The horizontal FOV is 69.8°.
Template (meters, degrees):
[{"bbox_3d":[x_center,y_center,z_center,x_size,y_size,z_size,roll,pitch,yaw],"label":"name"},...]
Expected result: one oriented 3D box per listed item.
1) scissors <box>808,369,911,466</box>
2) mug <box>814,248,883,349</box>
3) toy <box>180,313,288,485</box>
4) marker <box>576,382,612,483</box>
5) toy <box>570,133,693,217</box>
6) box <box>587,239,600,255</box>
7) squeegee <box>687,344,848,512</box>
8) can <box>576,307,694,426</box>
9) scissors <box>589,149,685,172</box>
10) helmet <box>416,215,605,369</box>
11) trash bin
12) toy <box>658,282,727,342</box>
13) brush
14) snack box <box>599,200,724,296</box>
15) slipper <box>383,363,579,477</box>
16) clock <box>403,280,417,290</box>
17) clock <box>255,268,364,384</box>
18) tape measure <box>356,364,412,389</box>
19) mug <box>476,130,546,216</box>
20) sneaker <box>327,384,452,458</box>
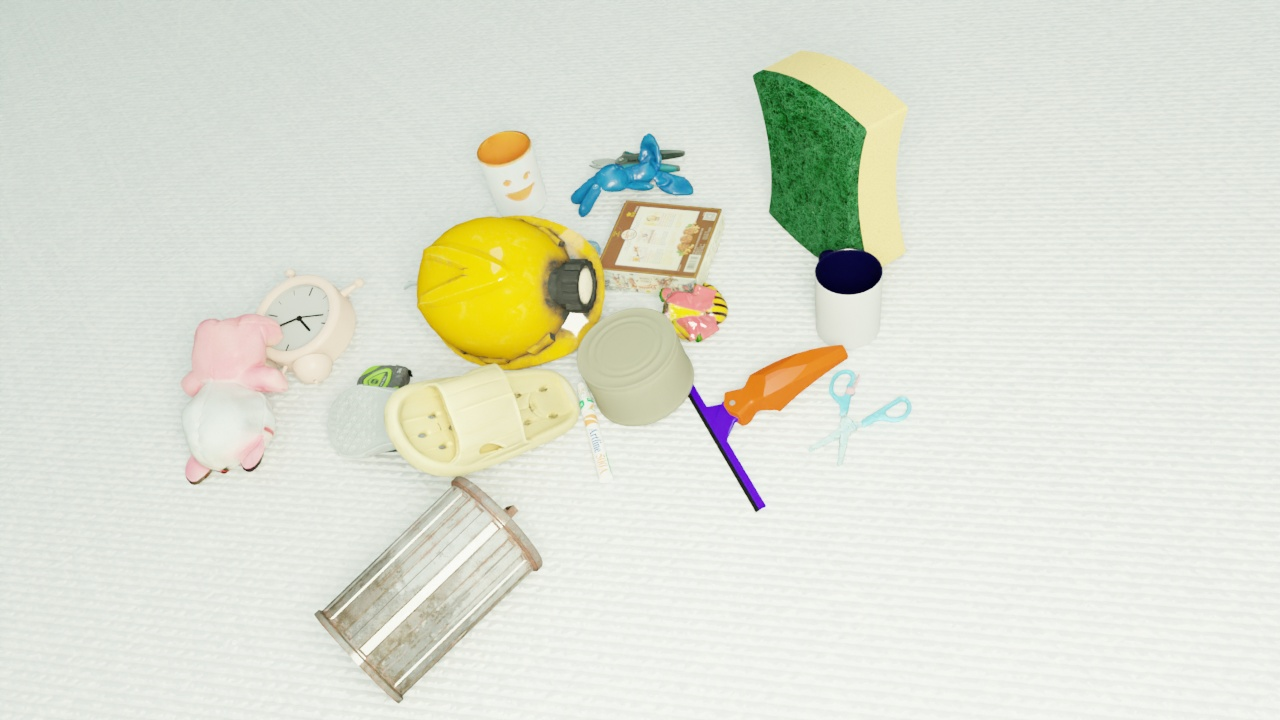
[{"bbox_3d":[0.255,0.068,1.050,0.120,0.015,0.138,5,58,18],"label":"scissors"},{"bbox_3d":[0.246,-0.085,1.122,0.078,0.097,0.111,-19,49,-4],"label":"mug"},{"bbox_3d":[-0.524,0.046,1.165,0.142,0.084,0.213,-8,71,14],"label":"toy"},{"bbox_3d":[-0.056,0.084,1.098,0.017,0.017,0.145,-16,49,-2],"label":"marker"},{"bbox_3d":[-0.021,-0.272,1.361,0.176,0.071,0.112,-19,60,-4],"label":"toy"},{"bbox_3d":[-0.159,-0.161,1.282,0.211,0.073,0.078,10,54,28],"label":"box"},{"bbox_3d":[0.157,0.031,1.070,0.185,0.055,0.249,-28,50,-1],"label":"squeegee"},{"bbox_3d":[-0.006,0.006,1.103,0.128,0.073,0.127,-12,48,13],"label":"can"},{"bbox_3d":[0.000,-0.309,1.418,0.149,0.019,0.131,-33,49,-13],"label":"scissors"},{"bbox_3d":[-0.186,-0.096,1.149,0.256,0.131,0.205,2,84,20],"label":"helmet"},{"bbox_3d":[-0.207,0.225,0.938,0.131,0.131,0.210,32,65,32],"label":"trash bin"},{"bbox_3d":[0.066,-0.062,1.173,0.103,0.046,0.084,-24,67,-19],"label":"toy"},{"bbox_3d":[0.240,-0.245,1.157,0.075,0.250,0.195,-30,47,-14],"label":"brush"},{"bbox_3d":[0.028,-0.155,1.265,0.147,0.041,0.142,8,52,18],"label":"snack box"},{"bbox_3d":[-0.154,0.056,1.022,0.260,0.079,0.111,-11,78,-48],"label":"slipper"},{"bbox_3d":[-0.257,-0.103,1.283,0.119,0.043,0.094,17,57,25],"label":"clock"},{"bbox_3d":[-0.458,-0.043,1.264,0.131,0.086,0.160,8,62,19],"label":"clock"},{"bbox_3d":[-0.335,0.037,1.187,0.059,0.036,0.065,11,49,9],"label":"tape measure"},{"bbox_3d":[-0.191,-0.277,1.374,0.082,0.105,0.082,-6,49,7],"label":"mug"},{"bbox_3d":[-0.282,0.073,1.113,0.236,0.087,0.089,-2,87,33],"label":"sneaker"}]
